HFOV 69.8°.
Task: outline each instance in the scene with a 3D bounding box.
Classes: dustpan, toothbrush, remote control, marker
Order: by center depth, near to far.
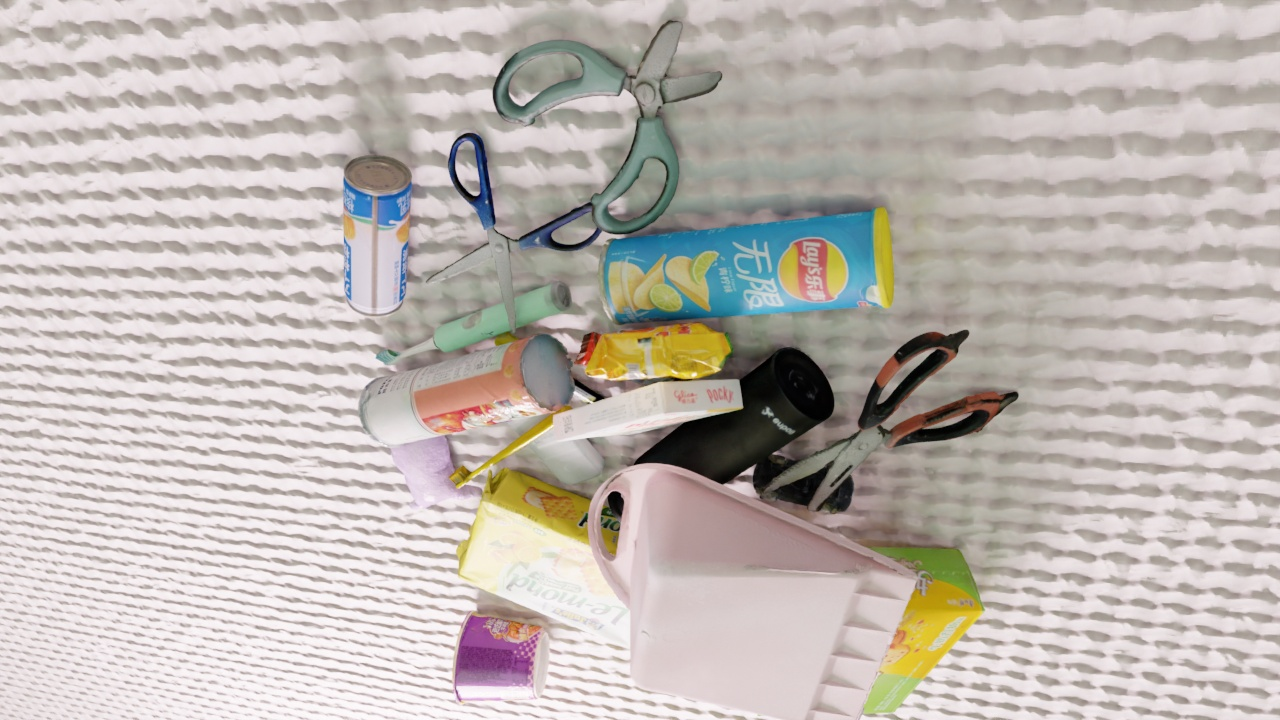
[{"bbox_3d":[0.083,0.196,0.818,0.273,0.138,0.223,10,124,-3],"label":"dustpan"},{"bbox_3d":[-0.156,-0.028,0.829,0.225,0.026,0.027,-17,146,31],"label":"toothbrush"},{"bbox_3d":[-0.080,0.011,0.844,0.124,0.015,0.018,34,136,-14],"label":"marker"},{"bbox_3d":[-0.090,0.067,0.890,0.056,0.020,0.136,-22,119,32],"label":"remote control"},{"bbox_3d":[-0.130,0.085,0.894,0.016,0.015,0.191,47,129,-12],"label":"toothbrush"}]

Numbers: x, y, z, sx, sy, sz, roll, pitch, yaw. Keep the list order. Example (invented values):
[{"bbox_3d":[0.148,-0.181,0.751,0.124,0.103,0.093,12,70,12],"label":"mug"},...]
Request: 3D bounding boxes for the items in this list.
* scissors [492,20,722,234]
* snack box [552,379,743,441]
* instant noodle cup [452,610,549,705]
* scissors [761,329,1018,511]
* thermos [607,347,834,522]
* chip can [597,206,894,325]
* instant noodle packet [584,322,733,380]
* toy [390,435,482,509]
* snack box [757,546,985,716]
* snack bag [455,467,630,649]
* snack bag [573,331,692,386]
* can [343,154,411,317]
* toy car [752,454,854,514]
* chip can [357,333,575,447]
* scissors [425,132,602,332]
[{"bbox_3d":[-0.034,-0.178,0.662,0.181,0.019,0.171,25,128,0],"label":"scissors"},{"bbox_3d":[0.002,0.043,0.773,0.084,0.027,0.157,-2,170,-38],"label":"snack box"},{"bbox_3d":[-0.166,0.364,1.116,0.099,0.111,0.112,2,130,6],"label":"instant noodle cup"},{"bbox_3d":[0.198,0.054,0.739,0.226,0.015,0.189,-14,136,3],"label":"scissors"},{"bbox_3d":[0.071,0.083,0.821,0.090,0.068,0.243,30,134,-20],"label":"thermos"},{"bbox_3d":[0.077,-0.067,0.684,0.210,0.071,0.071,-4,127,22],"label":"chip can"},{"bbox_3d":[0.016,-0.006,0.719,0.111,0.128,0.044,-5,90,4],"label":"instant noodle packet"},{"bbox_3d":[-0.220,0.112,0.962,0.084,0.038,0.108,-12,122,6],"label":"toy"},{"bbox_3d":[0.208,0.266,0.887,0.157,0.070,0.211,4,133,-14],"label":"snack box"},{"bbox_3d":[-0.071,0.208,0.970,0.246,0.068,0.158,23,132,0],"label":"snack bag"},{"bbox_3d":[-0.005,0.005,0.804,0.104,0.026,0.048,22,141,0],"label":"snack bag"},{"bbox_3d":[-0.222,-0.101,0.771,0.053,0.053,0.135,19,132,3],"label":"can"},{"bbox_3d":[0.147,0.112,0.833,0.090,0.043,0.034,10,173,9],"label":"toy car"},{"bbox_3d":[-0.161,0.030,0.834,0.215,0.071,0.071,-14,123,35],"label":"chip can"},{"bbox_3d":[-0.106,-0.100,0.742,0.162,0.012,0.173,-2,117,11],"label":"scissors"}]
